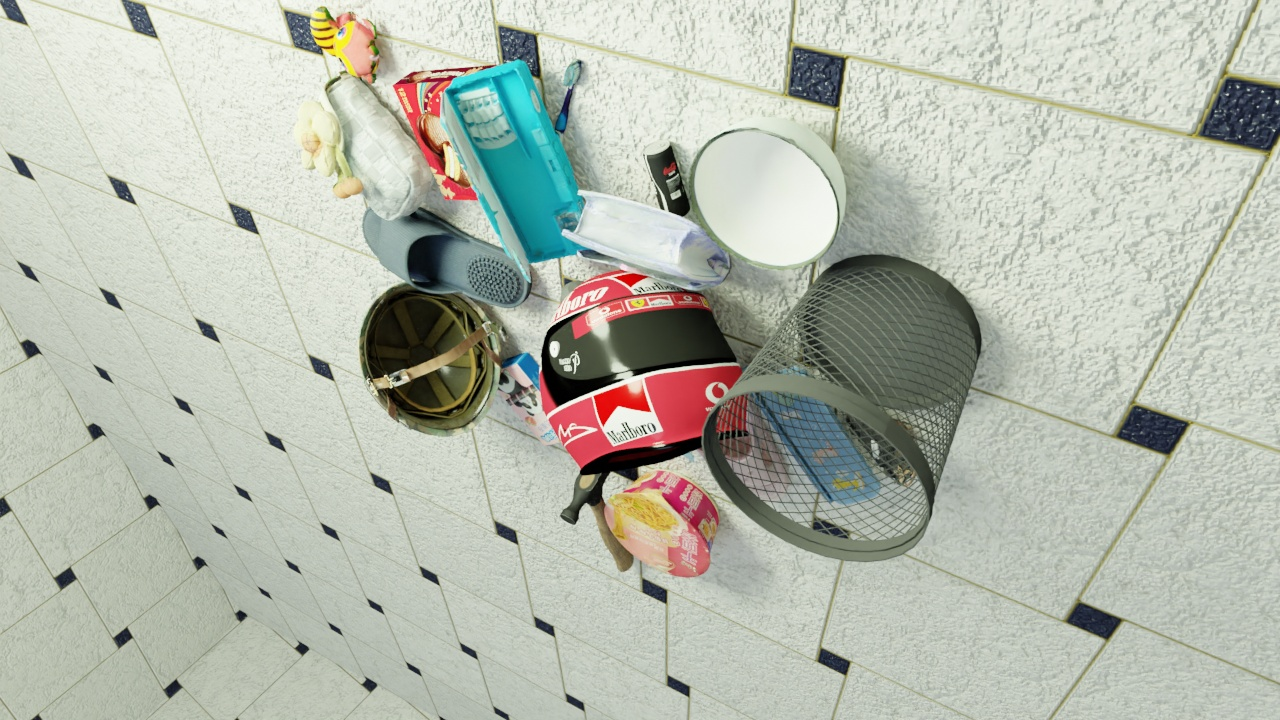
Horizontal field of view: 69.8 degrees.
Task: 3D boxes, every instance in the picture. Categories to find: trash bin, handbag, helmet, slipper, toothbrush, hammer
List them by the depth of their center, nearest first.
[{"bbox_3d":[0.209,0.038,0.901,0.218,0.226,0.218,22,141,20],"label":"trash bin"},{"bbox_3d":[0.008,-0.123,0.996,0.159,0.069,0.126,19,180,23],"label":"handbag"},{"bbox_3d":[-0.091,-0.254,1.012,0.016,0.017,0.189,33,142,6],"label":"toothbrush"},{"bbox_3d":[-0.006,0.006,1.054,0.272,0.197,0.224,-28,71,54],"label":"helmet"},{"bbox_3d":[-0.344,-0.251,1.133,0.171,0.123,0.113,48,136,-4],"label":"handbag"},{"bbox_3d":[0.115,0.103,1.183,0.094,0.064,0.239,1,128,39],"label":"slipper"},{"bbox_3d":[-0.273,-0.130,1.216,0.264,0.082,0.101,23,118,14],"label":"slipper"},{"bbox_3d":[-0.293,-0.002,1.292,0.224,0.192,0.237,61,163,3],"label":"helmet"},{"bbox_3d":[-0.050,0.257,1.459,0.040,0.132,0.306,19,151,24],"label":"hammer"}]

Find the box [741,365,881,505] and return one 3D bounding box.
[{"bbox_3d":[0.196,0.093,1.102,0.209,0.047,0.122,53,156,-22],"label":"box"}]

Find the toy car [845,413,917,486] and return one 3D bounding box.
[{"bbox_3d":[0.284,0.090,1.046,0.112,0.047,0.047,54,151,28],"label":"toy car"}]

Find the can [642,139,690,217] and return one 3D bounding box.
[{"bbox_3d":[0.028,-0.190,0.970,0.032,0.031,0.080,7,134,34],"label":"can"}]

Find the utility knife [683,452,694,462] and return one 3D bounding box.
[{"bbox_3d":[-0.020,0.068,1.225,0.227,0.019,0.031,38,149,7],"label":"utility knife"}]

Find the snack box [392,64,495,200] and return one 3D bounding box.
[{"bbox_3d":[-0.202,-0.263,1.077,0.133,0.035,0.152,8,134,33],"label":"snack box"}]

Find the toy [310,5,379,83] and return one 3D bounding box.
[{"bbox_3d":[-0.340,-0.369,1.071,0.103,0.046,0.084,35,150,10],"label":"toy"}]

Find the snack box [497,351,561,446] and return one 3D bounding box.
[{"bbox_3d":[-0.157,0.061,1.384,0.088,0.033,0.154,-15,119,46],"label":"snack box"}]

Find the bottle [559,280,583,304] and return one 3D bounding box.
[{"bbox_3d":[-0.083,-0.055,1.192,0.047,0.046,0.113,26,141,15],"label":"bottle"}]

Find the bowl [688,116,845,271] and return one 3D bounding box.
[{"bbox_3d":[0.129,-0.168,0.878,0.153,0.072,0.154,23,141,20],"label":"bowl"}]

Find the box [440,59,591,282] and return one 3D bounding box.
[{"bbox_3d":[-0.138,-0.188,0.993,0.097,0.116,0.227,-8,127,21],"label":"box"}]

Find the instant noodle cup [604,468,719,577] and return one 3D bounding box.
[{"bbox_3d":[0.041,0.236,1.373,0.179,0.077,0.179,22,140,20],"label":"instant noodle cup"}]
